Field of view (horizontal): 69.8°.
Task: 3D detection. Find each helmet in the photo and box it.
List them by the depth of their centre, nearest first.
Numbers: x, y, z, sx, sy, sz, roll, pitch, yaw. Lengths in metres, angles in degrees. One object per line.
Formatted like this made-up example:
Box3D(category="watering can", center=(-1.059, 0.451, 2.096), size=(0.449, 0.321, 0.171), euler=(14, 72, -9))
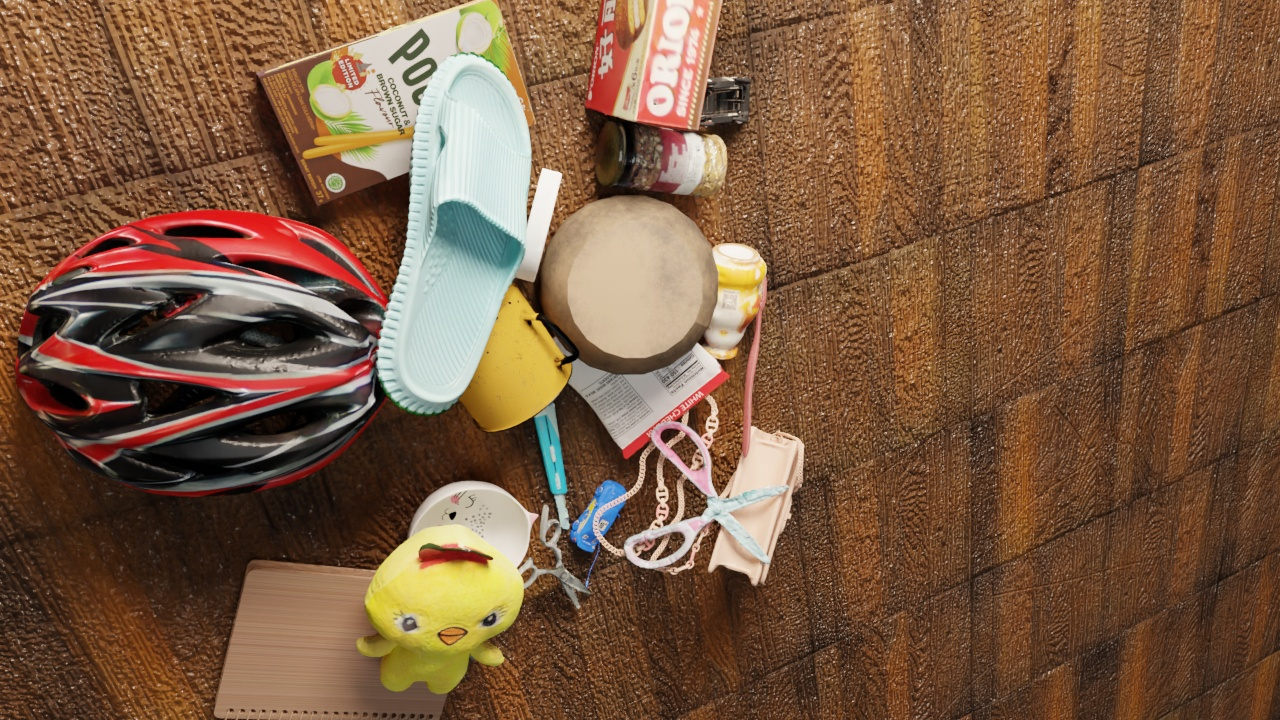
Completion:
Box3D(category="helmet", center=(-0.320, 0.001, 0.680), size=(0.272, 0.167, 0.218), euler=(-6, 110, -10))

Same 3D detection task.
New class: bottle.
Box3D(category="bottle", center=(0.018, -0.177, 0.809), size=(0.105, 0.056, 0.056), euler=(1, 110, -25))
Box3D(category="bottle", center=(0.084, -0.055, 0.886), size=(0.063, 0.063, 0.109), euler=(-6, 121, -23))

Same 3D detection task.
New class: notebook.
Box3D(category="notebook", center=(-0.277, 0.276, 0.869), size=(0.210, 0.022, 0.169), euler=(12, 106, -25))

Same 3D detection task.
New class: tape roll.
Box3D(category="tape roll", center=(-0.085, -0.112, 0.765), size=(0.018, 0.093, 0.094), euler=(14, 105, -9))

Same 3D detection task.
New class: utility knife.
Box3D(category="utility knife", center=(-0.083, 0.106, 0.903), size=(0.022, 0.015, 0.149), euler=(-17, 119, -14))

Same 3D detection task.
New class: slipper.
Box3D(category="slipper", center=(-0.126, -0.092, 0.682), size=(0.116, 0.070, 0.276), euler=(22, 78, -53))

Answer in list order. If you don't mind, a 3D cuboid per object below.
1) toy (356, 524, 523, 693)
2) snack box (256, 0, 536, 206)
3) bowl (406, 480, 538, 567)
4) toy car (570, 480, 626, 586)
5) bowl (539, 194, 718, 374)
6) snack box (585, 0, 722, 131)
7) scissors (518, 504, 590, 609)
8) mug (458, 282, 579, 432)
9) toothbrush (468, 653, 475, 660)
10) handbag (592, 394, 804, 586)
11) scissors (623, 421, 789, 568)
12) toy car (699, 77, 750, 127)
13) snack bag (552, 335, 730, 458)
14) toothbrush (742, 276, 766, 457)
Box3D(category="toy", center=(-0.177, 0.223, 0.806), size=(0.133, 0.092, 0.208), euler=(8, 117, -21))
Box3D(category="snack box", center=(-0.186, -0.204, 0.717), size=(0.185, 0.031, 0.101), euler=(-25, 119, -14))
Box3D(category="bowl", center=(-0.166, 0.160, 0.864), size=(0.114, 0.050, 0.115), euler=(-9, 114, -21))
Box3D(category="toy car", center=(-0.039, 0.173, 0.922), size=(0.033, 0.062, 0.092), euler=(31, 95, -31))
Box3D(category="bowl", center=(-0.008, -0.064, 0.804), size=(0.162, 0.070, 0.162), euler=(-1, 100, -6))
Box3D(category="snack box", center=(0.019, -0.308, 0.722), size=(0.060, 0.113, 0.237), euler=(2, 110, -25))
Box3D(category="scissors", center=(-0.077, 0.200, 0.917), size=(0.159, 0.014, 0.120), euler=(18, 95, -58))
Box3D(category="mug", center=(-0.115, -0.010, 0.781), size=(0.124, 0.100, 0.094), euler=(-15, 123, 28))
Box3D(category="toothbrush", center=(-0.195, 0.237, 0.905), size=(0.013, 0.013, 0.167), euler=(-20, 118, -8))
Box3D(category="handbag", center=(0.070, 0.121, 0.955), size=(0.187, 0.116, 0.198), euler=(17, 88, 7))
Box3D(category="scissors", center=(0.052, 0.146, 0.888), size=(0.175, 0.013, 0.170), euler=(-44, 88, 3))
Box3D(category="toy car", center=(0.064, -0.230, 0.813), size=(0.092, 0.037, 0.040), euler=(-21, 120, -45))
Box3D(category="snack bag", center=(-0.005, 0.005, 0.875), size=(0.131, 0.039, 0.144), euler=(-39, 110, 2))
Box3D(category="toothbrush", center=(0.108, 0.004, 0.901), size=(0.015, 0.015, 0.184), euler=(12, 76, -27))
